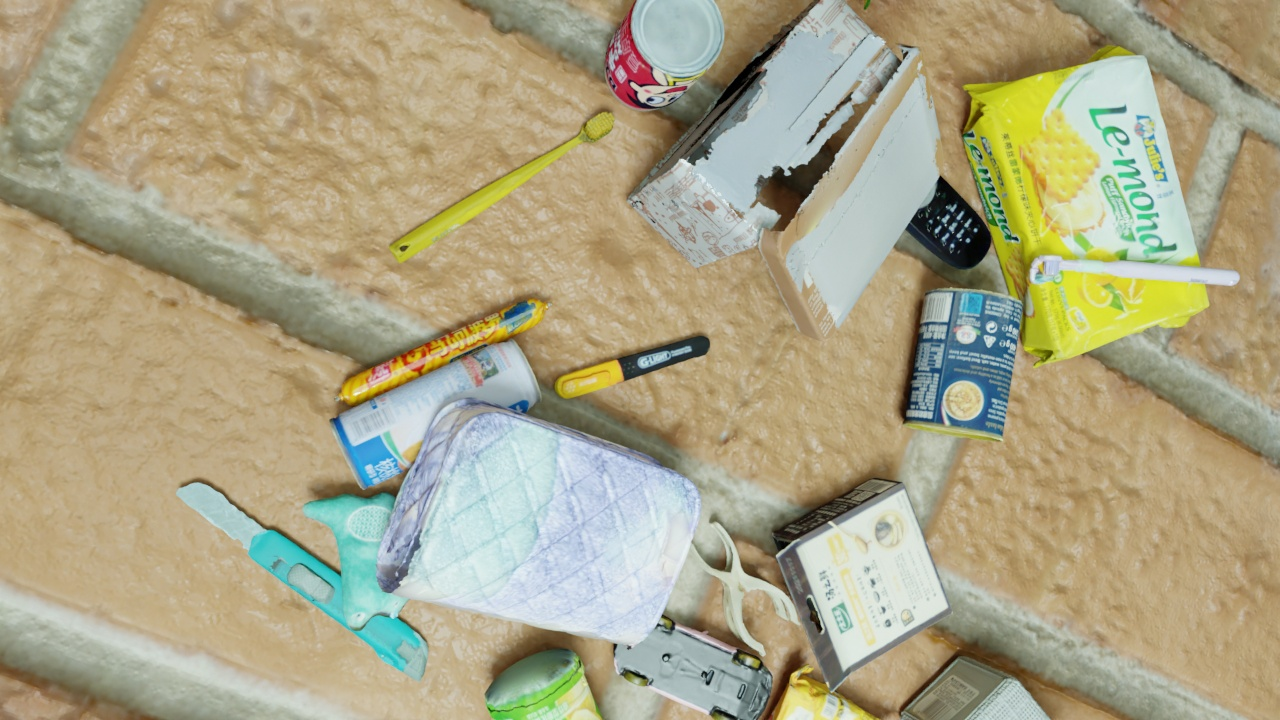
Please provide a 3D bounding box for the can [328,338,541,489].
[{"bbox_3d":[-0.137,0.035,0.625,0.134,0.053,0.053,-26,95,-14],"label":"can"}]

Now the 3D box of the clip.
[{"bbox_3d":[0.086,0.165,0.695,0.083,0.035,0.104,-18,86,-12],"label":"clip"}]

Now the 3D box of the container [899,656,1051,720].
[{"bbox_3d":[0.276,0.303,0.714,0.090,0.090,0.114,-38,95,-13],"label":"container"}]

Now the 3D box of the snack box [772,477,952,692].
[{"bbox_3d":[0.163,0.167,0.701,0.125,0.053,0.113,-23,95,-17],"label":"snack box"}]

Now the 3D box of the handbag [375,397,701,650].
[{"bbox_3d":[-0.063,0.111,0.614,0.193,0.076,0.134,23,87,-28],"label":"handbag"}]

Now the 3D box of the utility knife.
[{"bbox_3d":[-0.224,0.149,0.620,0.207,0.013,0.029,40,74,-11],"label":"utility knife"}]

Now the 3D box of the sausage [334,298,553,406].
[{"bbox_3d":[-0.136,-0.007,0.643,0.165,0.021,0.021,-26,95,-14],"label":"sausage"}]

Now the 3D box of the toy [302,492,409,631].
[{"bbox_3d":[-0.178,0.135,0.623,0.096,0.030,0.092,-1,83,-31],"label":"toy"}]

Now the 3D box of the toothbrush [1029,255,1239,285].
[{"bbox_3d":[0.391,-0.068,0.717,0.189,0.029,0.021,1,52,-15],"label":"toothbrush"}]

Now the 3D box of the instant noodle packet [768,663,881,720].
[{"bbox_3d":[0.131,0.308,0.697,0.110,0.044,0.128,33,79,-10],"label":"instant noodle packet"}]

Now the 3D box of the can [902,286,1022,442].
[{"bbox_3d":[0.253,0.003,0.719,0.075,0.075,0.111,12,85,-15],"label":"can"}]

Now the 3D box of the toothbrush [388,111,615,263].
[{"bbox_3d":[-0.096,-0.127,0.658,0.190,0.017,0.015,-35,97,-13],"label":"toothbrush"}]

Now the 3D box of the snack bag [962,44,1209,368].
[{"bbox_3d":[0.359,-0.124,0.754,0.158,0.068,0.246,-18,95,-13],"label":"snack bag"}]

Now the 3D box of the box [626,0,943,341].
[{"bbox_3d":[0.126,-0.128,0.651,0.178,0.153,0.182,42,79,-13],"label":"box"}]

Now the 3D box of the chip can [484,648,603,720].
[{"bbox_3d":[-0.036,0.310,0.637,0.072,0.073,0.221,-24,95,-14],"label":"chip can"}]

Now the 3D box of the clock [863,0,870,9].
[{"bbox_3d":[0.229,-0.349,0.720,0.158,0.060,0.117,-26,108,-17],"label":"clock"}]

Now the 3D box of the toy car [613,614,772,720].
[{"bbox_3d":[0.038,0.227,0.679,0.122,0.037,0.056,24,79,-1],"label":"toy car"}]

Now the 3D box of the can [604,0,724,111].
[{"bbox_3d":[0.013,-0.219,0.650,0.066,0.094,0.066,0,89,-15],"label":"can"}]

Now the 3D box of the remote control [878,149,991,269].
[{"bbox_3d":[0.227,-0.127,0.741,0.136,0.024,0.053,42,81,-9],"label":"remote control"}]

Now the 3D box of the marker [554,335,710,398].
[{"bbox_3d":[-0.004,0.004,0.682,0.123,0.015,0.018,-17,98,-16],"label":"marker"}]
